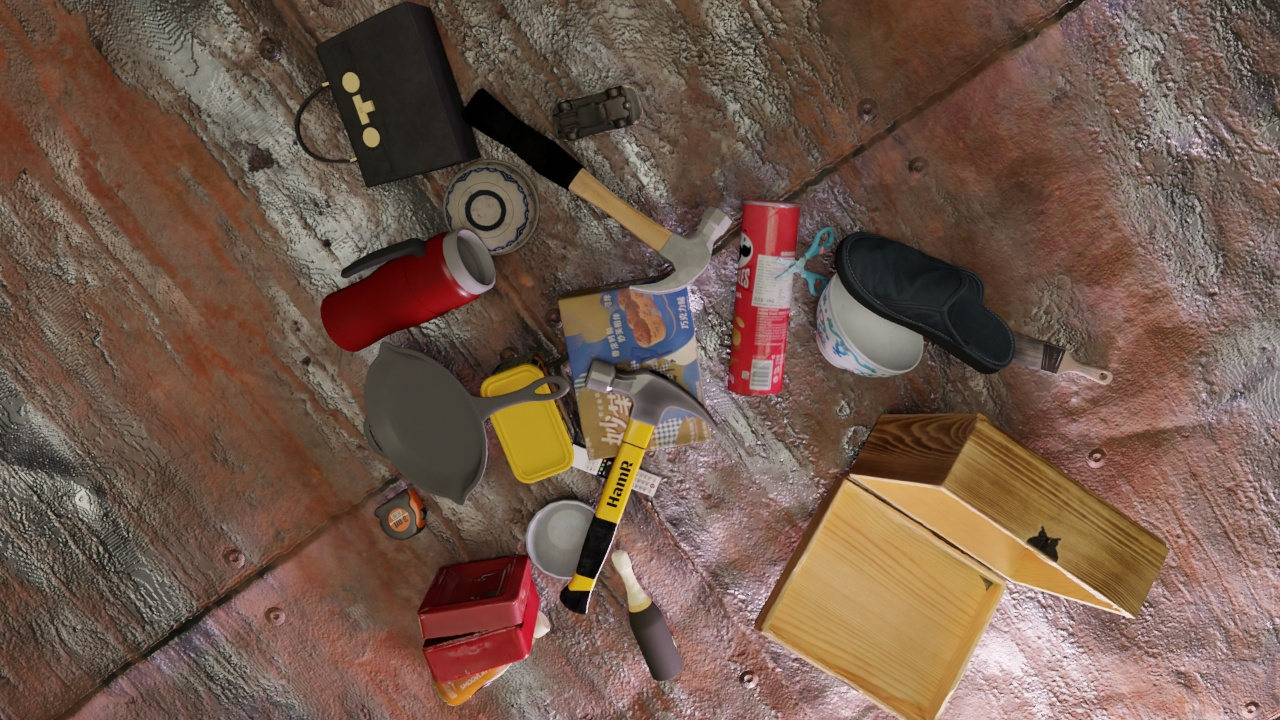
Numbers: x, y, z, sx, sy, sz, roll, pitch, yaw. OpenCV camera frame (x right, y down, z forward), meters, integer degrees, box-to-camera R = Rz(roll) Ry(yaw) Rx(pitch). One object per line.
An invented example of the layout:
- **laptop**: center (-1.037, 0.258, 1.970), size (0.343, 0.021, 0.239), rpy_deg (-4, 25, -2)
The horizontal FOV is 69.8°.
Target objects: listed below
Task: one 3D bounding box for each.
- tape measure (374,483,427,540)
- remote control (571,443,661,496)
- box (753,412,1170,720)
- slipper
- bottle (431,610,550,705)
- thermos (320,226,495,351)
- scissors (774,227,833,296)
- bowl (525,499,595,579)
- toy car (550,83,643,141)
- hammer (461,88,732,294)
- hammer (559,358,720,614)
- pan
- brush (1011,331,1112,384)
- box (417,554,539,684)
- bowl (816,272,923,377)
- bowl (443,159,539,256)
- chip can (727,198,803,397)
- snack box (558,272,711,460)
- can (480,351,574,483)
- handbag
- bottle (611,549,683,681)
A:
- **tape measure**: center (-0.301, 0.198, 1.172), size (0.058, 0.038, 0.059), rpy_deg (-35, 87, 5)
- **remote control**: center (-0.036, 0.140, 1.178), size (0.124, 0.011, 0.028), rpy_deg (22, 101, -6)
- **box**: center (0.354, 0.270, 1.094), size (0.279, 0.286, 0.336), rpy_deg (32, 83, -8)
- **slipper**: center (0.356, -0.082, 1.082), size (0.265, 0.084, 0.108), rpy_deg (30, 59, -12)
- **bottle**: center (-0.193, 0.385, 1.203), size (0.167, 0.059, 0.059), rpy_deg (-36, 101, 6)
- **thermos**: center (-0.276, -0.086, 1.054), size (0.199, 0.083, 0.108), rpy_deg (-22, 137, 21)
- **scissors**: center (0.193, -0.102, 1.091), size (0.142, 0.015, 0.095), rpy_deg (-29, 127, -38)
- **bowl**: center (-0.093, 0.224, 1.181), size (0.106, 0.039, 0.106), rpy_deg (0, 102, -2)
- **toy car**: center (-0.050, -0.288, 1.066), size (0.113, 0.040, 0.048), rpy_deg (-8, 110, 21)
- **hammer**: center (-0.061, -0.198, 1.049), size (0.328, 0.039, 0.131), rpy_deg (36, 89, 1)
- **hammer**: center (-0.026, 0.164, 1.107), size (0.170, 0.034, 0.325), rpy_deg (18, 104, -7)
- **pan**: center (-0.206, 0.059, 1.063), size (0.356, 0.024, 0.216), rpy_deg (-16, 102, 38)
- **brush**: center (0.529, 0.001, 1.163), size (0.151, 0.012, 0.039), rpy_deg (16, 101, -6)
- **box**: center (-0.197, 0.315, 1.139), size (0.130, 0.157, 0.098), rpy_deg (-13, 99, 2)
- **bowl**: center (0.260, -0.035, 1.105), size (0.144, 0.143, 0.074), rpy_deg (39, 138, -9)
- **bowl**: center (-0.178, -0.178, 1.080), size (0.115, 0.059, 0.115), rpy_deg (0, 102, -2)
- **chip can**: center (0.148, -0.075, 1.106), size (0.073, 0.073, 0.233), rpy_deg (3, 103, -2)
- **snack box**: center (-0.007, 0.007, 1.120), size (0.155, 0.069, 0.203), rpy_deg (-9, 102, 1)
- **can**: center (-0.132, 0.064, 1.111), size (0.075, 0.104, 0.135), rpy_deg (-20, 102, 3)
- **handbag**: center (-0.313, -0.290, 1.061), size (0.196, 0.072, 0.176), rpy_deg (-15, 102, 13)
- **bottle**: center (0.004, 0.331, 1.203), size (0.045, 0.045, 0.184), rpy_deg (-21, 102, 3)
